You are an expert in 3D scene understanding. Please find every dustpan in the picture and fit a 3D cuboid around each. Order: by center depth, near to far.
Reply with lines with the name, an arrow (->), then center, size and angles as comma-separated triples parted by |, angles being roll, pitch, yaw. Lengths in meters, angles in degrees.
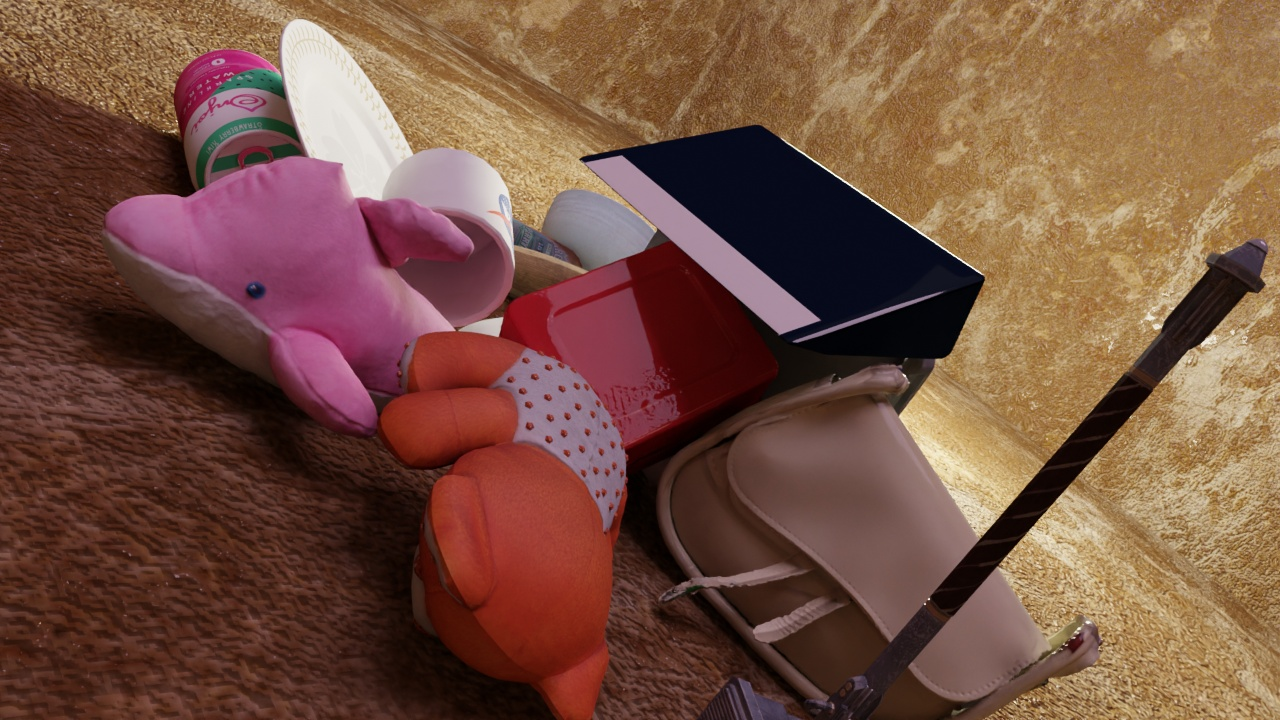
dustpan -> 0.126, -0.082, 0.671 | 0.272, 0.080, 0.236 | -18, 46, -30

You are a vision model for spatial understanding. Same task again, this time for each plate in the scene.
plate -> -0.205, -0.137, 0.698 | 0.242, 0.016, 0.242 | -21, 89, -84

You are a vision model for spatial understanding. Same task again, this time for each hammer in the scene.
hammer -> 0.142, 0.085, 0.385 | 0.098, 0.322, 0.044 | 28, 17, -21
hammer -> -0.049, -0.066, 0.807 | 0.305, 0.132, 0.040 | 17, 25, -43

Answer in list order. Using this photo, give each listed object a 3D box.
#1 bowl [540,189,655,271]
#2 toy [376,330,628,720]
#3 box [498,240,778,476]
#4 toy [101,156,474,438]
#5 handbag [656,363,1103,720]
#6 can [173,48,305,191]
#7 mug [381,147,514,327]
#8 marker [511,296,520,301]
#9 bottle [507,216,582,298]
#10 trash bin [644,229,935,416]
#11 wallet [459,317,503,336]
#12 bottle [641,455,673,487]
bowl -> -0.048, -0.099, 0.955 | 0.150, 0.074, 0.151 | 28, -22, 12
toy -> -0.057, 0.075, 0.427 | 0.164, 0.093, 0.172 | 56, 17, -27
box -> -0.004, 0.007, 0.623 | 0.158, 0.087, 0.129 | -23, 73, -26
toy -> -0.148, -0.032, 0.512 | 0.265, 0.128, 0.186 | 35, 6, -40
handbag -> 0.121, 0.119, 0.542 | 0.229, 0.184, 0.131 | 57, 25, 14
can -> -0.293, -0.166, 0.684 | 0.088, 0.088, 0.166 | 20, 21, -40
mug -> -0.137, -0.072, 0.636 | 0.091, 0.121, 0.090 | 7, 35, -14
marker -> -0.098, -0.020, 0.771 | 0.019, 0.019, 0.145 | 28, 17, -20
bottle -> -0.097, -0.084, 0.874 | 0.157, 0.068, 0.067 | 28, 17, -21
trash bin -> 0.080, 0.012, 0.724 | 0.220, 0.192, 0.097 | 39, 17, 22
wallet -> -0.075, 0.016, 0.664 | 0.116, 0.032, 0.086 | 48, 24, 11
bottle -> -0.003, 0.024, 0.686 | 0.146, 0.051, 0.051 | 60, 24, 17
